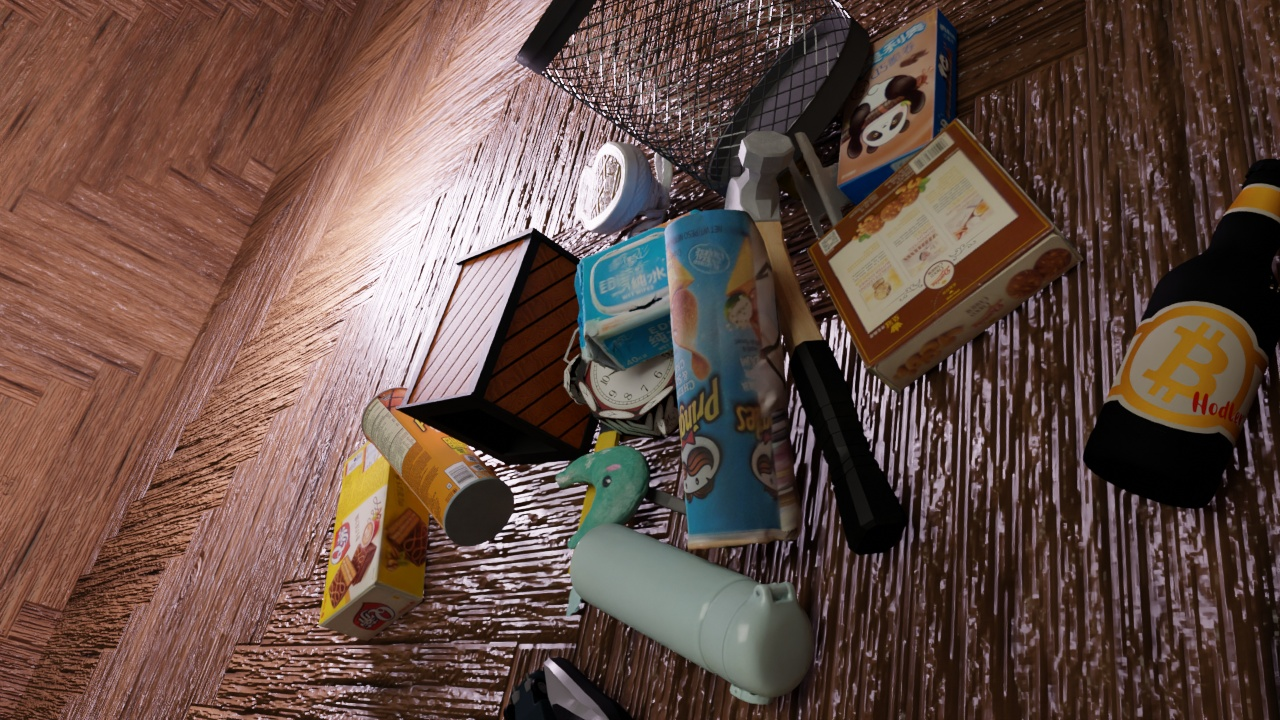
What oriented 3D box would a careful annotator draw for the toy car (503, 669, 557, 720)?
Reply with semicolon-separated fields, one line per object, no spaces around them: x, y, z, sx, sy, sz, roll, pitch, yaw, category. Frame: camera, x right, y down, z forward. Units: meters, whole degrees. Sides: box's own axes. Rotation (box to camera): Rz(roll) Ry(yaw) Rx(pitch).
-0.075;0.289;0.698;0.046;0.034;0.112;-47;34;15;toy car

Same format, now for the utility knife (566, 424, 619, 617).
-0.043;0.135;0.798;0.031;0.017;0.178;-25;42;46;utility knife

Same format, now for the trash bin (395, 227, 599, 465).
-0.118;-0.006;0.900;0.140;0.139;0.171;-11;55;48;trash bin

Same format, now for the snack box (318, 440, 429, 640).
-0.296;0.188;1.043;0.110;0.061;0.229;-39;38;26;snack box

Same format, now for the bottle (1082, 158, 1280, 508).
0.286;-0.019;0.461;0.059;0.059;0.181;16;76;56;bottle

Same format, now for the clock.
-0.005;0.005;0.806;0.155;0.065;0.114;29;84;40;clock

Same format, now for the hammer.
0.116;-0.016;0.658;0.131;0.039;0.327;99;163;-49;hammer

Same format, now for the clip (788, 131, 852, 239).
0.156;-0.139;0.736;0.058;0.102;0.050;-26;6;-35;clip

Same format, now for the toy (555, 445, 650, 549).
-0.031;0.106;0.764;0.085;0.033;0.105;-31;29;8;toy

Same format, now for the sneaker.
-0.010;-0.170;0.947;0.241;0.088;0.118;-143;63;-77;sneaker

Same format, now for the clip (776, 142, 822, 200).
0.135;-0.172;0.811;0.054;0.044;0.049;-121;43;-56;clip

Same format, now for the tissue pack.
0.009;-0.056;0.744;0.145;0.061;0.092;-23;54;15;tissue pack

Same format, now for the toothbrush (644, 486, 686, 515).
0.024;0.114;0.736;0.167;0.013;0.012;10;71;57;toothbrush

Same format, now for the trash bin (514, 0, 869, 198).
0.047;-0.279;0.791;0.218;0.227;0.217;-49;19;23;trash bin

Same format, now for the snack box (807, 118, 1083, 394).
0.200;-0.074;0.634;0.143;0.041;0.146;-42;36;23;snack box

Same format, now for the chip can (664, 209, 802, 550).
0.063;0.014;0.637;0.080;0.079;0.229;-15;75;46;chip can

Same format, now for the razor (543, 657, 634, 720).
-0.035;0.261;0.656;0.060;0.057;0.156;-27;26;-6;razor

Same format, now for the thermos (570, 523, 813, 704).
0.030;0.167;0.635;0.207;0.065;0.078;9;92;54;thermos

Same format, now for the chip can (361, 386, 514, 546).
-0.216;0.105;0.958;0.215;0.075;0.075;34;91;46;chip can

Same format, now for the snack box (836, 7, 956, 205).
0.207;-0.204;0.738;0.087;0.034;0.151;-21;47;43;snack box
